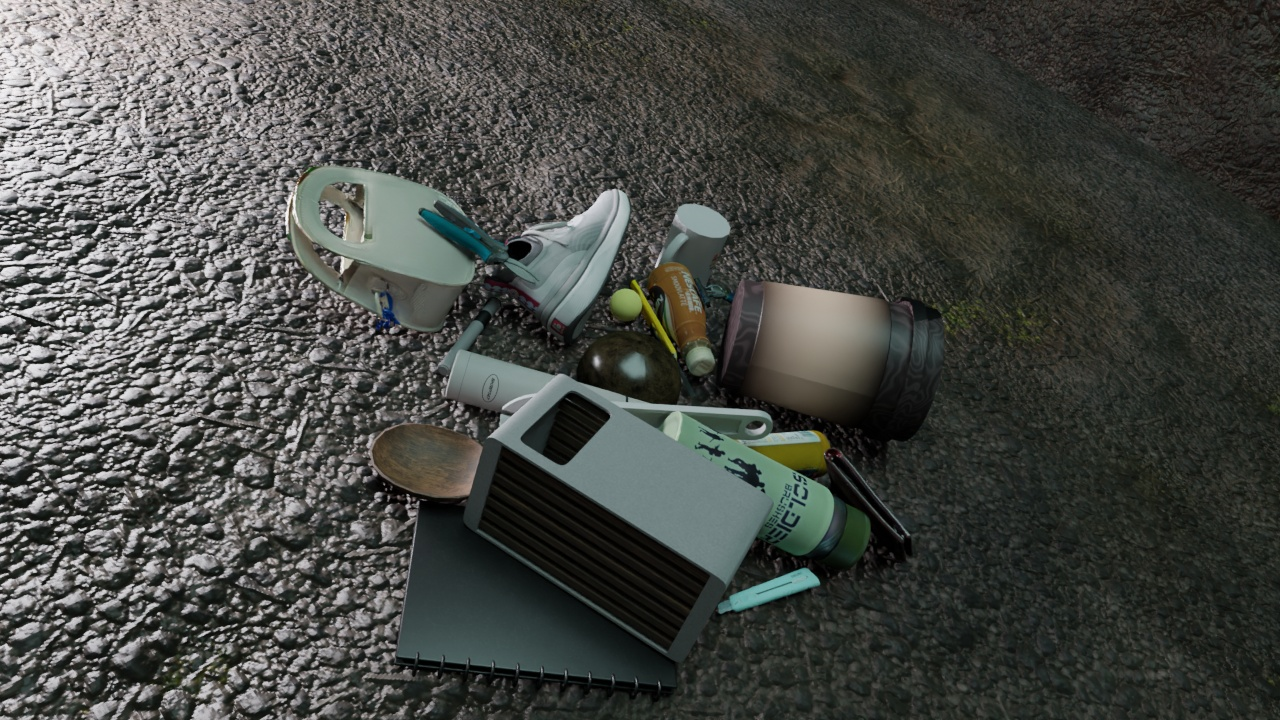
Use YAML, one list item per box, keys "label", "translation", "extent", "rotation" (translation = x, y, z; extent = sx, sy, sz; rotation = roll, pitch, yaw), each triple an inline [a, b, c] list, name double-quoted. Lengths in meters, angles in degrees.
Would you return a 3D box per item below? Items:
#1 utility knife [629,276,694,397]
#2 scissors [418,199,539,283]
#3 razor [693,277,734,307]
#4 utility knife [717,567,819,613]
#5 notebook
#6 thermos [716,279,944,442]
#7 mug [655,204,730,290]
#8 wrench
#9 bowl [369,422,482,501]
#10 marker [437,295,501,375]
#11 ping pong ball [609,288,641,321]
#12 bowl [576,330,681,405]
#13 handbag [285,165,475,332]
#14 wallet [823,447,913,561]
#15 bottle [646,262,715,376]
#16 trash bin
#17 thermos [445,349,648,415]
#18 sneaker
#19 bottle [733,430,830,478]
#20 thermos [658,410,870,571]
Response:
- label: "utility knife"
  translation: [0.025, -0.030, 1.112]
  extent: [0.018, 0.030, 0.206]
  rotation: [-22, 51, -12]
- label: "scissors"
  translation: [-0.182, -0.131, 1.018]
  extent: [0.148, 0.019, 0.132]
  rotation: [8, 39, -40]
- label: "razor"
  translation: [0.120, -0.074, 1.173]
  extent: [0.143, 0.022, 0.042]
  rotation: [16, 43, -50]
- label: "utility knife"
  translation: [0.121, 0.223, 0.879]
  extent: [0.119, 0.015, 0.022]
  rotation: [-10, 50, -30]
- label: "notebook"
  translation: [-0.086, 0.206, 0.795]
  extent: [0.231, 0.019, 0.168]
  rotation: [11, 39, -14]
- label: "thermos"
  translation: [0.215, -0.008, 1.077]
  extent: [0.226, 0.173, 0.172]
  rotation: [13, 39, -1]
- label: "mug"
  translation: [0.060, -0.145, 1.214]
  extent: [0.073, 0.090, 0.105]
  rotation: [38, 41, 18]
- label: "wrench"
  translation: [-0.003, 0.066, 0.921]
  extent: [0.273, 0.087, 0.018]
  rotation: [5, 41, -9]
- label: "bowl"
  translation: [-0.195, 0.101, 0.854]
  extent: [0.114, 0.026, 0.101]
  rotation: [18, 29, -1]
- label: "marker"
  translation: [-0.189, -0.029, 1.019]
  extent: [0.016, 0.016, 0.140]
  rotation: [24, 39, 2]
- label: "ping pong ball"
  translation: [-0.018, -0.068, 1.127]
  extent: [0.040, 0.040, 0.040]
  rotation: [13, 39, -11]
- label: "bowl"
  translation: [-0.006, 0.006, 1.034]
  extent: [0.121, 0.056, 0.121]
  rotation: [13, 39, -11]
- label: "handbag"
  translation: [-0.291, -0.126, 1.007]
  extent: [0.199, 0.093, 0.200]
  rotation: [21, 35, -30]
- label: "wallet"
  translation: [0.240, 0.151, 0.959]
  extent: [0.031, 0.099, 0.120]
  rotation: [-38, 61, -1]
- label: "bottle"
  translation: [0.054, -0.050, 1.126]
  extent: [0.059, 0.059, 0.167]
  rotation: [3, 43, -22]
- label: "trash bin"
  translation: [-0.021, 0.133, 0.806]
  extent: [0.229, 0.115, 0.114]
  rotation: [30, 37, 11]
- label: "thermos"
  translation: [-0.087, 0.043, 0.955]
  extent: [0.224, 0.052, 0.052]
  rotation: [16, 39, -8]
- label: "sneaker"
  translation: [-0.094, -0.136, 1.123]
  extent: [0.128, 0.097, 0.262]
  rotation: [26, 45, -4]
- label: "bottle"
  translation: [0.115, 0.106, 0.978]
  extent: [0.185, 0.053, 0.053]
  rotation: [-2, 45, -27]
- label: "thermos"
  translation: [0.116, 0.136, 0.902]
  extent: [0.231, 0.083, 0.082]
  rotation: [28, 37, -14]
